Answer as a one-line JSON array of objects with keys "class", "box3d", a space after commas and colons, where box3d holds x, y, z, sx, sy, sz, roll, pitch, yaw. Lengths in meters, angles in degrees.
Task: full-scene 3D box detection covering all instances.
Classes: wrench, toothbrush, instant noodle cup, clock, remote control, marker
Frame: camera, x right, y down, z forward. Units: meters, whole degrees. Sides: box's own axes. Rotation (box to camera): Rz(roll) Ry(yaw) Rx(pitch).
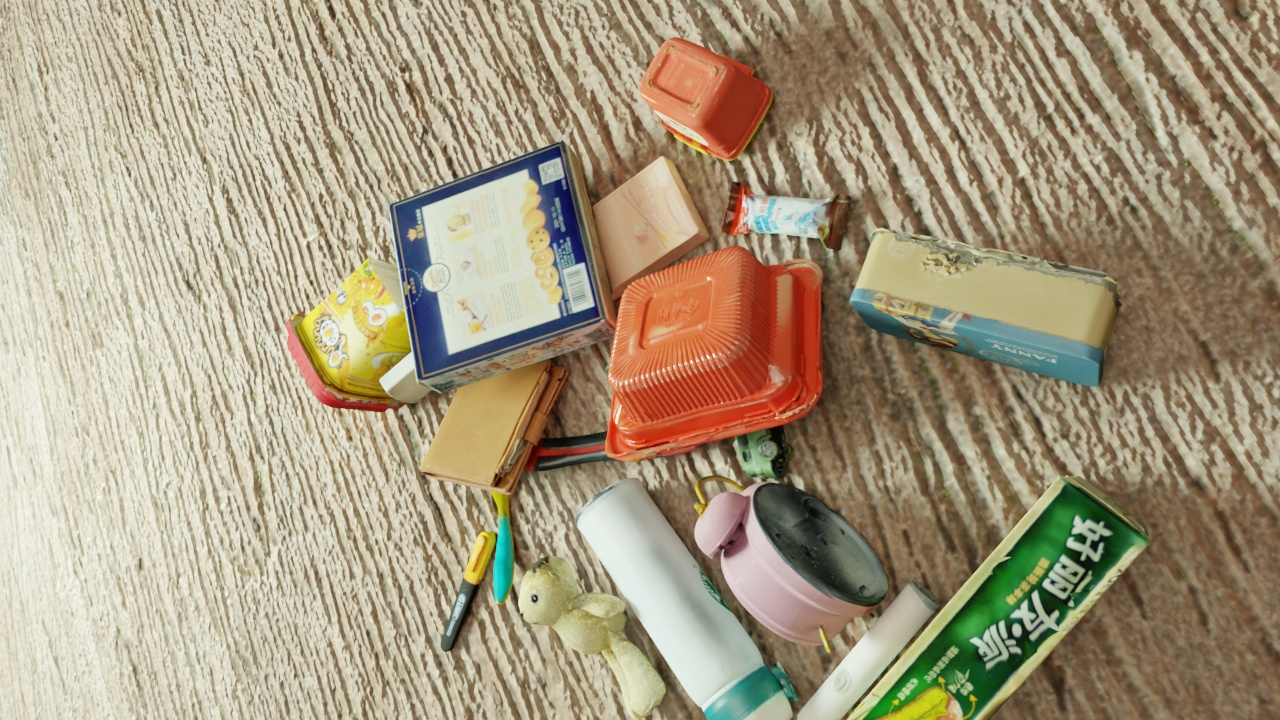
[{"class": "wrench", "box3d": [-0.074, 0.079, 0.827, 0.274, 0.016, 0.056, -6, 55, 24]}, {"class": "toothbrush", "box3d": [0.143, 0.255, 0.687, 0.221, 0.026, 0.026, -54, 36, 12]}, {"class": "instant noodle cup", "box3d": [0.048, -0.014, 0.719, 0.189, 0.079, 0.164, -17, 44, 26]}, {"class": "clock", "box3d": [0.103, 0.138, 0.678, 0.158, 0.117, 0.060, 46, 116, 24]}, {"class": "remote control", "box3d": [-0.185, -0.011, 0.877, 0.135, 0.056, 0.019, -40, 69, 4]}, {"class": "instant noodle cup", "box3d": [-0.262, -0.027, 0.904, 0.124, 0.116, 0.116, -45, 64, 17]}, {"class": "marker", "box3d": [-0.166, 0.220, 0.872, 0.018, 0.015, 0.124, 25, 97, 34]}]

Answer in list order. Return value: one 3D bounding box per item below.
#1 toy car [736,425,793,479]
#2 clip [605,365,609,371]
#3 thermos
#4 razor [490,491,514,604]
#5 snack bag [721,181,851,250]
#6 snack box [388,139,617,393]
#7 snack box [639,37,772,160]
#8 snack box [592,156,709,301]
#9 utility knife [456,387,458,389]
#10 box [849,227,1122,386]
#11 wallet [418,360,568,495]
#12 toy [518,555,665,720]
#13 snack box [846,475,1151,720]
[{"class": "toy car", "box3d": [0.096, 0.051, 0.734, 0.036, 0.043, 0.091, -12, 76, 27]}, {"class": "clip", "box3d": [-0.004, 0.006, 0.814, 0.055, 0.013, 0.034, -37, 68, 19]}, {"class": "thermos", "box3d": [0.036, 0.200, 0.734, 0.073, 0.073, 0.224, -45, 65, 16]}, {"class": "razor", "box3d": [-0.131, 0.159, 0.852, 0.043, 0.028, 0.132, -11, 71, 15]}, {"class": "snack bag", "box3d": [0.119, -0.120, 0.757, 0.104, 0.026, 0.048, 15, 102, 30]}, {"class": "snack box", "box3d": [-0.125, -0.084, 0.823, 0.183, 0.046, 0.177, -17, 72, 12]}, {"class": "snack box", "box3d": [0.053, -0.226, 0.779, 0.091, 0.080, 0.082, 36, 99, 29]}, {"class": "snack box", "box3d": [-0.021, -0.106, 0.833, 0.157, 0.026, 0.084, -31, 68, 21]}, {"class": "utility knife", "box3d": [-0.182, -0.007, 0.914, 0.033, 0.015, 0.190, -34, 68, 23]}, {"class": "box", "box3d": [0.245, -0.036, 0.638, 0.184, 0.089, 0.063, 20, 86, 31]}, {"class": "wallet", "box3d": [-0.135, 0.054, 0.845, 0.108, 0.031, 0.131, 7, 62, 31]}, {"class": "toy", "box3d": [-0.040, 0.229, 0.760, 0.066, 0.105, 0.157, -40, 82, -26]}, {"class": "snack box", "box3d": [0.227, 0.183, 0.601, 0.063, 0.114, 0.240, 42, 103, 27]}]
